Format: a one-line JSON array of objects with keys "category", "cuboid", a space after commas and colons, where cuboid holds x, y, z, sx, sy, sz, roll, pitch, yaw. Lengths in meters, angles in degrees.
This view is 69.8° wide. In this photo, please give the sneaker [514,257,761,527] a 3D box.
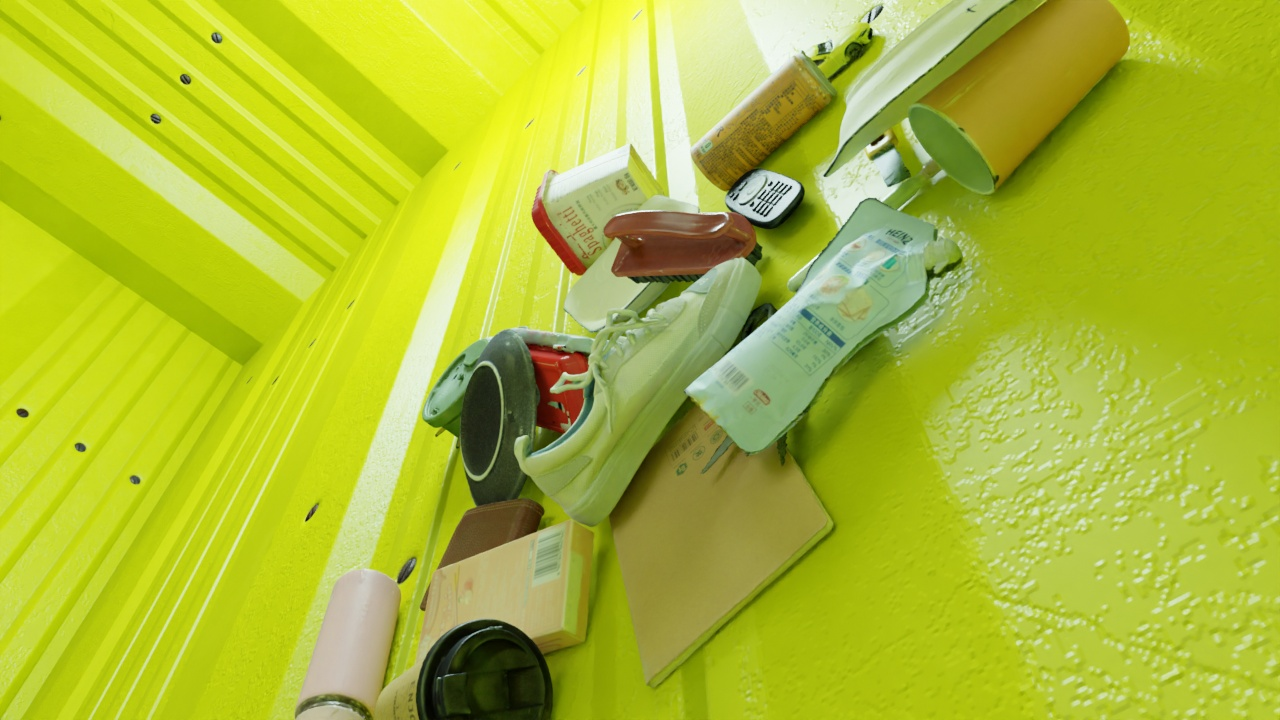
[{"category": "sneaker", "cuboid": [-0.004, 0.004, 0.703, 0.242, 0.090, 0.090, -53, 10, -13]}]

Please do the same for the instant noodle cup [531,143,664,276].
[{"category": "instant noodle cup", "cuboid": [-0.044, -0.176, 1.050, 0.124, 0.116, 0.116, -26, 31, 21]}]

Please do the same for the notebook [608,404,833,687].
[{"category": "notebook", "cuboid": [0.039, 0.099, 0.615, 0.148, 0.008, 0.207, -45, 24, 11]}]

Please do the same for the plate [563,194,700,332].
[{"category": "plate", "cuboid": [-0.003, -0.094, 0.938, 0.163, 0.034, 0.164, -50, 24, 1]}]

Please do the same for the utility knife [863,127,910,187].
[{"category": "utility knife", "cuboid": [0.191, -0.183, 0.736, 0.033, 0.015, 0.222, -41, 20, 25]}]

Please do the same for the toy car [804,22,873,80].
[{"category": "toy car", "cuboid": [0.186, -0.306, 0.928, 0.105, 0.032, 0.048, -36, 27, 25]}]

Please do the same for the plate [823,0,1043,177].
[{"category": "plate", "cuboid": [0.194, -0.200, 0.626, 0.164, 0.034, 0.164, -37, -3, -13]}]

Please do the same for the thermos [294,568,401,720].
[{"category": "thermos", "cuboid": [-0.258, 0.282, 0.800, 0.198, 0.067, 0.087, -98, 21, -57]}]

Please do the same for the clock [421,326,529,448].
[{"category": "clock", "cuboid": [-0.180, 0.023, 1.046, 0.161, 0.056, 0.116, -55, 25, -12]}]

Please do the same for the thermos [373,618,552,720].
[{"category": "thermos", "cuboid": [-0.125, 0.230, 0.614, 0.144, 0.093, 0.092, -34, 27, 45]}]

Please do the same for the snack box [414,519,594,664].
[{"category": "snack box", "cuboid": [-0.102, 0.180, 0.679, 0.158, 0.026, 0.084, -26, 44, 32]}]

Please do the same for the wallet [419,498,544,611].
[{"category": "wallet", "cuboid": [-0.134, 0.172, 0.782, 0.125, 0.032, 0.101, -19, 41, 50]}]

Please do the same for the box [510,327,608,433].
[{"category": "box", "cuboid": [-0.067, 0.008, 0.878, 0.100, 0.095, 0.202, -17, 11, -27]}]

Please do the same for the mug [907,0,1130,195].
[{"category": "mug", "cuboid": [0.245, -0.176, 0.589, 0.123, 0.078, 0.078, -42, 24, 5]}]

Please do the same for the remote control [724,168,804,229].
[{"category": "remote control", "cuboid": [0.113, -0.143, 0.823, 0.053, 0.024, 0.136, -49, 23, 6]}]

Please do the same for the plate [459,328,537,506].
[{"category": "plate", "cuboid": [-0.142, 0.058, 0.863, 0.180, 0.024, 0.179, -23, 63, 57]}]

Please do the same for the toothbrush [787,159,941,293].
[{"category": "toothbrush", "cuboid": [0.181, -0.116, 0.675, 0.190, 0.029, 0.020, -43, 66, 17]}]

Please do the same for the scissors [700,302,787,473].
[{"category": "scissors", "cuboid": [0.095, 0.006, 0.635, 0.181, 0.014, 0.159, -45, 25, -1]}]

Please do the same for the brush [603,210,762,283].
[{"category": "brush", "cuboid": [0.036, -0.104, 0.803, 0.146, 0.069, 0.063, 5, 67, 40]}]

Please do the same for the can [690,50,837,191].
[{"category": "can", "cuboid": [0.119, -0.234, 0.904, 0.146, 0.058, 0.058, -39, 26, 22]}]

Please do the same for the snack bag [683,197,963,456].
[{"category": "snack bag", "cuboid": [0.116, -0.025, 0.596, 0.191, 0.039, 0.110, -44, 24, 0]}]
